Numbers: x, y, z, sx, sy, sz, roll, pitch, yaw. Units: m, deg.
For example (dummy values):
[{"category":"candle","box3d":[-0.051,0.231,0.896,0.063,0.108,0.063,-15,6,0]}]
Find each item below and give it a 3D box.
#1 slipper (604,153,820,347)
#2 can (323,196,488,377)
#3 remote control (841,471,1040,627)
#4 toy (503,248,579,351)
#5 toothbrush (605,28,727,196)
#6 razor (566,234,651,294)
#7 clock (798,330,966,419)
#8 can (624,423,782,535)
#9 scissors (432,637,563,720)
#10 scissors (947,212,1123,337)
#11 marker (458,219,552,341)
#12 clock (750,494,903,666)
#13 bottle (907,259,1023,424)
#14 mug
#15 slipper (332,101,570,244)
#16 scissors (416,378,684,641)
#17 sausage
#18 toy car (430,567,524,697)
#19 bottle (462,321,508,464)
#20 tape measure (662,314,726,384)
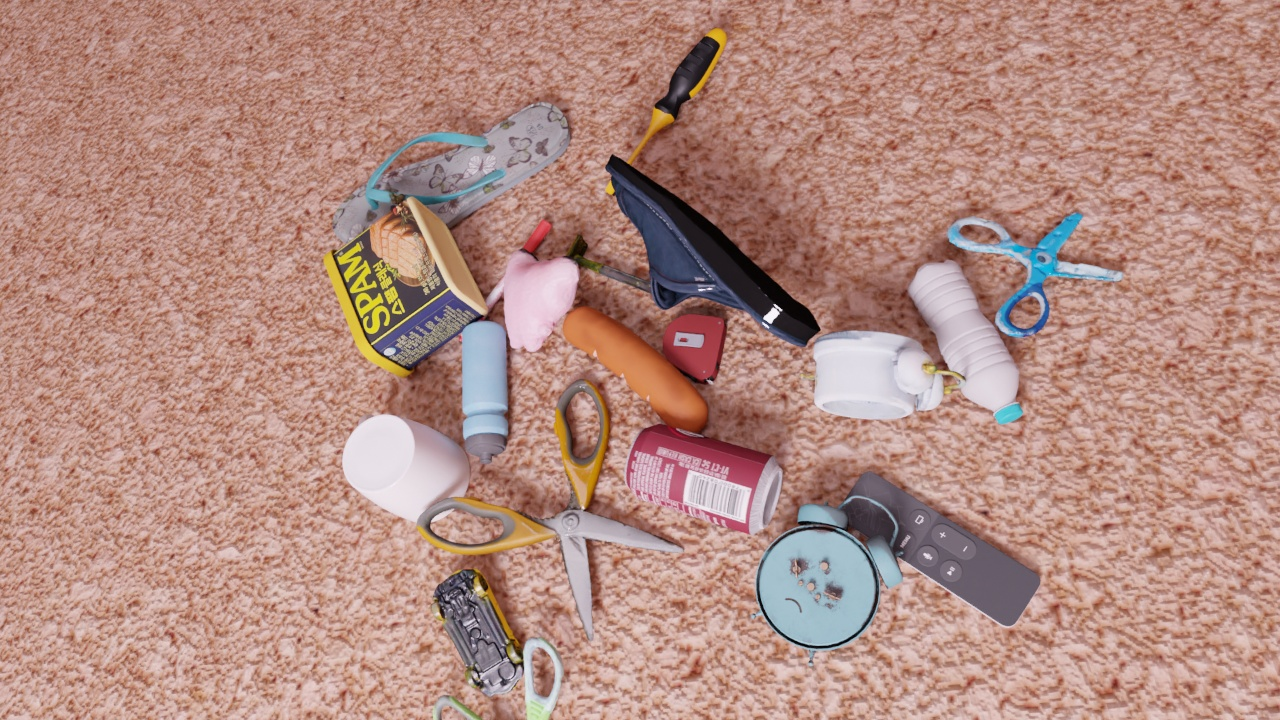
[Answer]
[{"category":"slipper","box3d":[0.035,-0.079,0.775,0.084,0.108,0.265,-51,54,16]},{"category":"can","box3d":[-0.220,-0.071,0.863,0.104,0.075,0.135,-34,61,8]},{"category":"remote control","box3d":[0.218,0.138,0.681,0.147,0.008,0.045,33,82,26]},{"category":"toy","box3d":[-0.095,-0.054,0.831,0.102,0.050,0.093,12,94,53]},{"category":"toothbrush","box3d":[0.024,-0.241,0.885,0.031,0.031,0.196,32,84,21]},{"category":"razor","box3d":[-0.023,-0.079,0.840,0.106,0.026,0.042,23,75,20]},{"category":"clock","box3d":[0.186,0.011,0.699,0.118,0.083,0.057,0,74,30]},{"category":"can","box3d":[0.050,0.092,0.722,0.114,0.063,0.063,15,74,21]},{"category":"scissors","box3d":[-0.083,0.295,0.701,0.171,0.024,0.165,26,79,14]},{"category":"scissors","box3d":[0.306,-0.071,0.722,0.134,0.011,0.139,14,62,14]},{"category":"marker","box3d":[-0.130,-0.076,0.878,0.013,0.013,0.142,30,81,26]},{"category":"clock","box3d":[0.140,0.156,0.674,0.090,0.053,0.124,36,83,26]},{"category":"bottle","box3d":[0.254,-0.014,0.710,0.044,0.044,0.136,-24,64,7]},{"category":"mug","box3d":[-0.214,0.082,0.799,0.081,0.087,0.114,-45,63,-4]},{"category":"slipper","box3d":[-0.196,-0.184,0.922,0.269,0.055,0.098,-23,66,6]},{"category":"scissors","box3d":[-0.078,0.122,0.764,0.230,0.016,0.225,-8,64,1]},{"category":"sausage","box3d":[-0.005,0.005,0.788,0.164,0.039,0.045,40,124,27]},{"category":"toy car","box3d":[-0.131,0.221,0.747,0.049,0.030,0.107,-30,77,4]},{"category":"bottle","box3d":[-0.139,0.030,0.823,0.040,0.040,0.130,-11,66,13]},{"category":"tape measure","box3d":[0.044,-0.011,0.791,0.051,0.019,0.059,6,71,20]}]
